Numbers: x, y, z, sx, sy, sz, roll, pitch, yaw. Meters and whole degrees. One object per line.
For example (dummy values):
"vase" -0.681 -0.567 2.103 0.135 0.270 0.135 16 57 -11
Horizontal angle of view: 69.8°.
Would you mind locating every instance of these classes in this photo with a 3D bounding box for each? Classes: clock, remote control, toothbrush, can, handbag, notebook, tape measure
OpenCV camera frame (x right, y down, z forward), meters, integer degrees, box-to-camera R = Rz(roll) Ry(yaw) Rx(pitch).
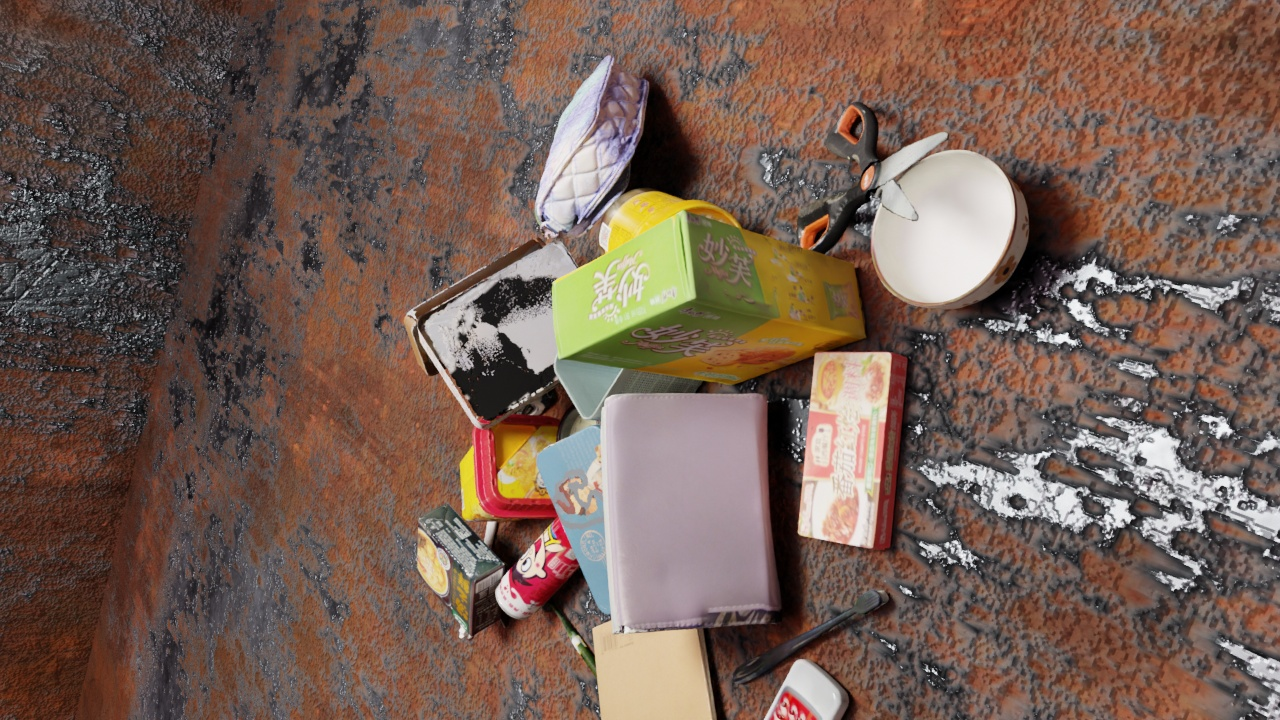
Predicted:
"clock" -0.049 0.095 0.957 0.082 0.055 0.122 30 102 47
"remote control" 0.117 0.309 0.734 0.056 0.020 0.136 35 102 52
"toothbrush" 0.134 0.229 0.750 0.182 0.018 0.015 -45 57 37
"can" -0.098 0.217 0.978 0.133 0.053 0.053 -49 49 22
"handbag" -0.049 -0.224 0.960 0.134 0.075 0.193 -46 22 34
"notebook" 0.013 0.333 0.848 0.150 0.012 0.211 -34 52 38
"tape measure" -0.143 0.045 1.068 0.066 0.066 0.033 -40 52 37
"toothbrush" -0.196 0.254 1.123 0.016 0.016 0.180 16 94 47
"handbag" 0.041 0.129 0.787 0.098 0.145 0.196 101 166 -74
"toothbrush" -0.061 0.305 0.960 0.186 0.012 0.017 41 119 45

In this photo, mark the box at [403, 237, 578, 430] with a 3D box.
"box" -0.147 -0.023 1.001 0.156 0.183 0.194 57 165 4

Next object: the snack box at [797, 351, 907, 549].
"snack box" 0.169 0.069 0.734 0.075 0.025 0.153 2 83 49

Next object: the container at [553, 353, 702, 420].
"container" -0.005 0.005 0.883 0.090 0.111 0.090 -57 45 25

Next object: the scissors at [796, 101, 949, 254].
"scissors" 0.172 -0.148 0.711 0.222 0.021 0.210 126 158 -61

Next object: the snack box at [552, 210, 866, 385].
"snack box" 0.057 -0.040 0.745 0.158 0.209 0.070 -22 67 44

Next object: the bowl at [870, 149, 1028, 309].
"bowl" 0.232 -0.089 0.667 0.114 0.062 0.113 -14 71 46

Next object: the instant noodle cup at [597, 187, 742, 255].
"instant noodle cup" 0.023 -0.106 0.877 0.114 0.118 0.118 42 114 53

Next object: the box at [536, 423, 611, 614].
"box" -0.023 0.151 0.871 0.090 0.059 0.184 -31 78 27

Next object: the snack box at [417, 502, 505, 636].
"snack box" -0.205 0.245 1.055 0.113 0.053 0.126 38 135 31

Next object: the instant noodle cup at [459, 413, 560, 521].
"instant noodle cup" -0.145 0.130 1.028 0.124 0.116 0.116 -38 54 52
